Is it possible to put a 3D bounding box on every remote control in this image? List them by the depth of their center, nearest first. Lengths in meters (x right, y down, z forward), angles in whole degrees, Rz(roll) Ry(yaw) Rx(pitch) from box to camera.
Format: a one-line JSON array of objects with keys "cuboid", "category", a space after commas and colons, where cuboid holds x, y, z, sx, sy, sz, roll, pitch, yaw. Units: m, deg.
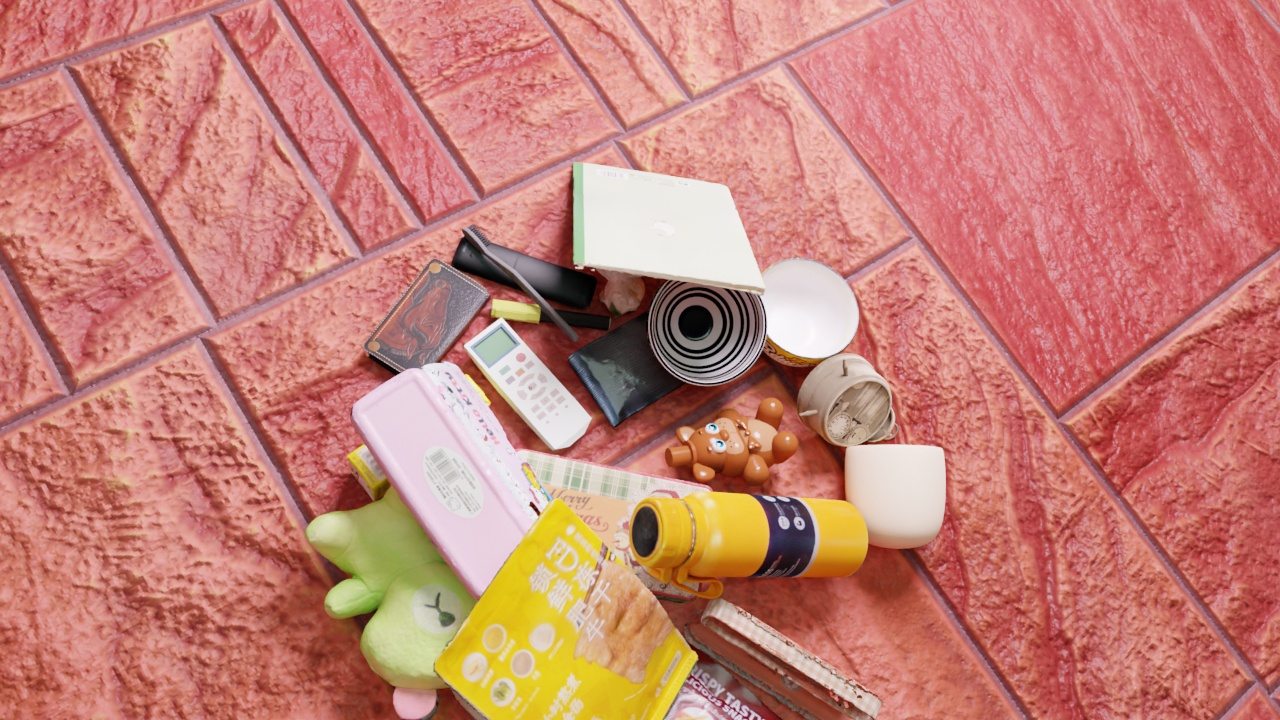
[{"cuboid": [-0.112, 0.027, 0.919, 0.049, 0.024, 0.143, -40, 85, -22], "category": "remote control"}, {"cuboid": [-0.121, -0.094, 0.965, 0.152, 0.020, 0.041, 18, 69, -3], "category": "remote control"}]

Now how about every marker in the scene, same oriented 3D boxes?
[{"cuboid": [-0.093, -0.046, 0.953, 0.123, 0.017, 0.021, 7, 24, -11], "category": "marker"}]

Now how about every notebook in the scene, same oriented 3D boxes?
[{"cuboid": [0.020, -0.143, 0.940, 0.182, 0.010, 0.252, 8, 32, -10], "category": "notebook"}]

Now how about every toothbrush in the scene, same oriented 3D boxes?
[{"cuboid": [-0.123, -0.079, 0.941, 0.167, 0.013, 0.013, 46, 61, 7], "category": "toothbrush"}]

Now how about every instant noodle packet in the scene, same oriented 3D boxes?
[{"cuboid": [-0.063, 0.239, 0.750, 0.162, 0.084, 0.222, -52, 130, -28], "category": "instant noodle packet"}]

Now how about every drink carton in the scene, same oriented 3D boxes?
[{"cuboid": [-0.207, 0.071, 0.864, 0.134, 0.059, 0.043, -37, 81, -23], "category": "drink carton"}]

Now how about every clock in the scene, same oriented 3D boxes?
[{"cuboid": [0.227, 0.053, 0.952, 0.140, 0.054, 0.093, 30, 102, -33], "category": "clock"}]

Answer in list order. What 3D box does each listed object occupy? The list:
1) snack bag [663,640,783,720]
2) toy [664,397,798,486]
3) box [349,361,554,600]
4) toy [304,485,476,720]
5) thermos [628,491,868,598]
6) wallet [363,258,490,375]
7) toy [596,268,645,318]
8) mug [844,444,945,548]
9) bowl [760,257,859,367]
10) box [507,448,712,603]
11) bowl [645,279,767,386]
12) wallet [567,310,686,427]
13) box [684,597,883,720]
[{"cuboid": [0.023, 0.359, 0.807, 0.139, 0.067, 0.207, 35, 63, 13], "category": "snack bag"}, {"cuboid": [0.088, 0.082, 0.917, 0.127, 0.065, 0.095, -6, 48, -22], "category": "toy"}, {"cuboid": [-0.141, 0.091, 0.782, 0.201, 0.077, 0.146, 54, 43, 4], "category": "box"}, {"cuboid": [-0.192, 0.203, 0.800, 0.150, 0.107, 0.197, -26, 86, -20], "category": "toy"}, {"cuboid": [0.102, 0.169, 0.845, 0.232, 0.076, 0.091, 9, 64, -32], "category": "thermos"}, {"cuboid": [-0.214, -0.039, 0.924, 0.072, 0.019, 0.122, 31, 67, 5], "category": "wallet"}, {"cuboid": [-0.009, -0.094, 0.962, 0.074, 0.085, 0.106, 16, 84, -50], "category": "toy"}, {"cuboid": [0.262, 0.140, 0.928, 0.120, 0.096, 0.099, 14, 75, -52], "category": "mug"}, {"cuboid": [0.167, -0.044, 0.983, 0.117, 0.068, 0.117, 4, 69, -11], "category": "bowl"}, {"cuboid": [-0.036, 0.159, 0.875, 0.205, 0.051, 0.117, 13, 67, -6], "category": "box"}, {"cuboid": [0.062, -0.037, 0.930, 0.120, 0.066, 0.120, -1, 95, -9], "category": "bowl"}, {"cuboid": [-0.006, 0.006, 0.950, 0.114, 0.026, 0.089, -32, 81, -21], "category": "wallet"}, {"cuboid": [0.130, 0.285, 0.854, 0.187, 0.083, 0.041, 32, 56, 2], "category": "box"}]
